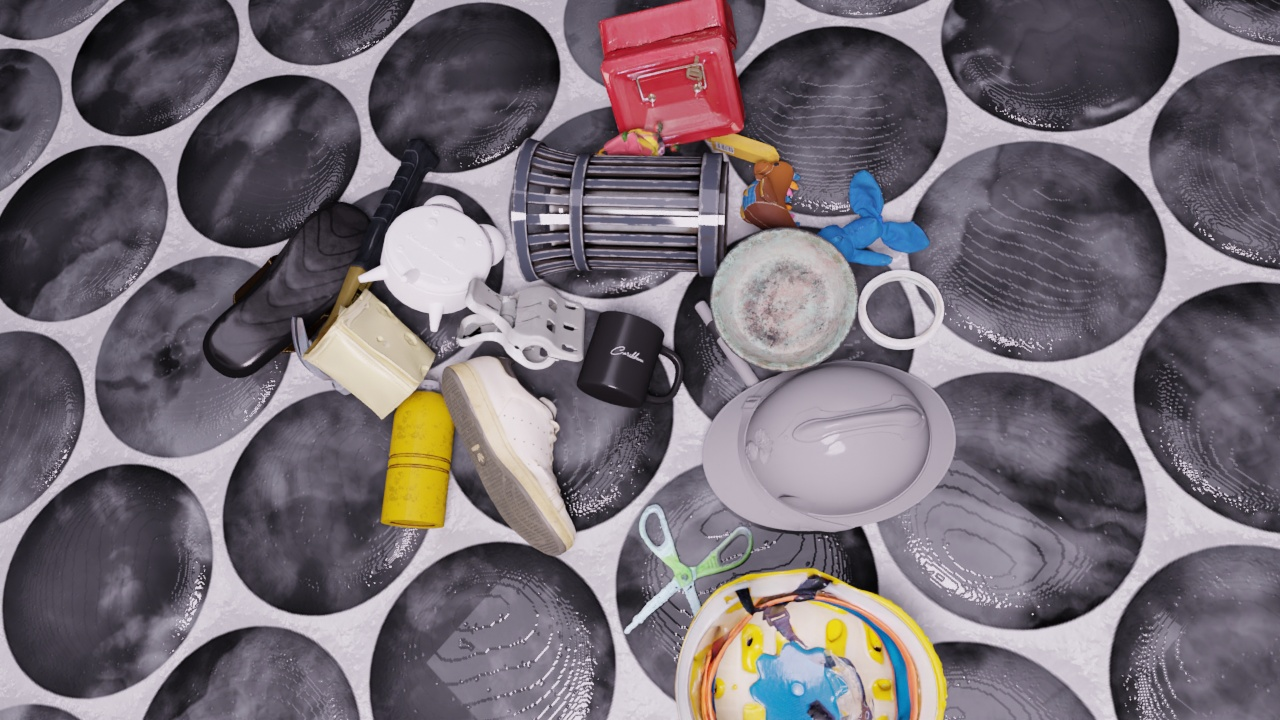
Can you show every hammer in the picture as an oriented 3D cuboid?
[{"bbox_3d":[-0.331,-0.131,1.128,0.025,0.118,0.332,8,67,27],"label":"hammer"}]

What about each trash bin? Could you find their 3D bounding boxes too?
[{"bbox_3d":[-0.015,-0.168,1.052,0.227,0.164,0.164,3,72,7],"label":"trash bin"}]

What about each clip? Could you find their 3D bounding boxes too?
[{"bbox_3d":[-0.133,-0.043,1.047,0.142,0.073,0.124,10,29,-9],"label":"clip"}]

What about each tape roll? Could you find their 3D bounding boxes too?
[{"bbox_3d":[0.293,-0.057,1.032,0.093,0.013,0.093,-3,71,9],"label":"tape roll"}]

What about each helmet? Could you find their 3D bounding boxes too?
[{"bbox_3d":[0.198,0.076,0.940,0.271,0.118,0.183,-10,73,1],"label":"helmet"},{"bbox_3d":[0.148,0.310,0.869,0.240,0.140,0.208,1,71,-3],"label":"helmet"}]

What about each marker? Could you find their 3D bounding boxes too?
[{"bbox_3d":[0.104,-0.011,1.049,0.016,0.016,0.140,-31,69,-2],"label":"marker"}]

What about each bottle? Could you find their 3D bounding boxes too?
[{"bbox_3d":[-0.250,0.104,1.043,0.071,0.071,0.163,-1,72,10],"label":"bottle"}]

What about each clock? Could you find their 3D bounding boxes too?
[{"bbox_3d":[-0.239,-0.126,1.088,0.125,0.073,0.160,34,54,-1],"label":"clock"}]

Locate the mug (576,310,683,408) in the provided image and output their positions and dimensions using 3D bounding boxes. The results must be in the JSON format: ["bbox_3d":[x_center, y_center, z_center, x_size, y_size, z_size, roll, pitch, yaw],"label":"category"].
[{"bbox_3d":[-0.006,0.006,1.037,0.113,0.078,0.088,21,74,-11],"label":"mug"}]

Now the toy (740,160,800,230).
[{"bbox_3d":[0.171,-0.189,1.090,0.103,0.071,0.090,30,64,-5],"label":"toy"}]

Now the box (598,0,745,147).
[{"bbox_3d":[0.042,-0.374,1.131,0.157,0.154,0.168,-6,42,14],"label":"box"}]

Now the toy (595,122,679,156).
[{"bbox_3d":[-0.010,-0.247,1.113,0.104,0.084,0.046,-19,61,26],"label":"toy"}]

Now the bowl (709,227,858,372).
[{"bbox_3d":[0.156,-0.064,1.002,0.157,0.038,0.157,-1,83,8],"label":"bowl"}]

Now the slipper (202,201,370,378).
[{"bbox_3d":[-0.430,-0.086,1.142,0.113,0.076,0.267,38,70,-5],"label":"slipper"}]

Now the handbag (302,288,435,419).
[{"bbox_3d":[-0.305,-0.012,1.048,0.119,0.111,0.081,43,120,-17],"label":"handbag"}]

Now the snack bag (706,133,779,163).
[{"bbox_3d":[0.125,-0.262,1.126,0.099,0.026,0.020,22,77,18],"label":"snack bag"}]

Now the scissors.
[{"bbox_3d":[0.045,0.229,0.980,0.171,0.022,0.174,-38,74,-7],"label":"scissors"}]

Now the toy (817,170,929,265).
[{"bbox_3d":[0.232,-0.140,1.045,0.176,0.071,0.112,-29,80,-1],"label":"toy"}]

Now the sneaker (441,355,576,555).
[{"bbox_3d":[-0.127,0.098,1.025,0.102,0.089,0.241,-26,81,-35],"label":"sneaker"}]
